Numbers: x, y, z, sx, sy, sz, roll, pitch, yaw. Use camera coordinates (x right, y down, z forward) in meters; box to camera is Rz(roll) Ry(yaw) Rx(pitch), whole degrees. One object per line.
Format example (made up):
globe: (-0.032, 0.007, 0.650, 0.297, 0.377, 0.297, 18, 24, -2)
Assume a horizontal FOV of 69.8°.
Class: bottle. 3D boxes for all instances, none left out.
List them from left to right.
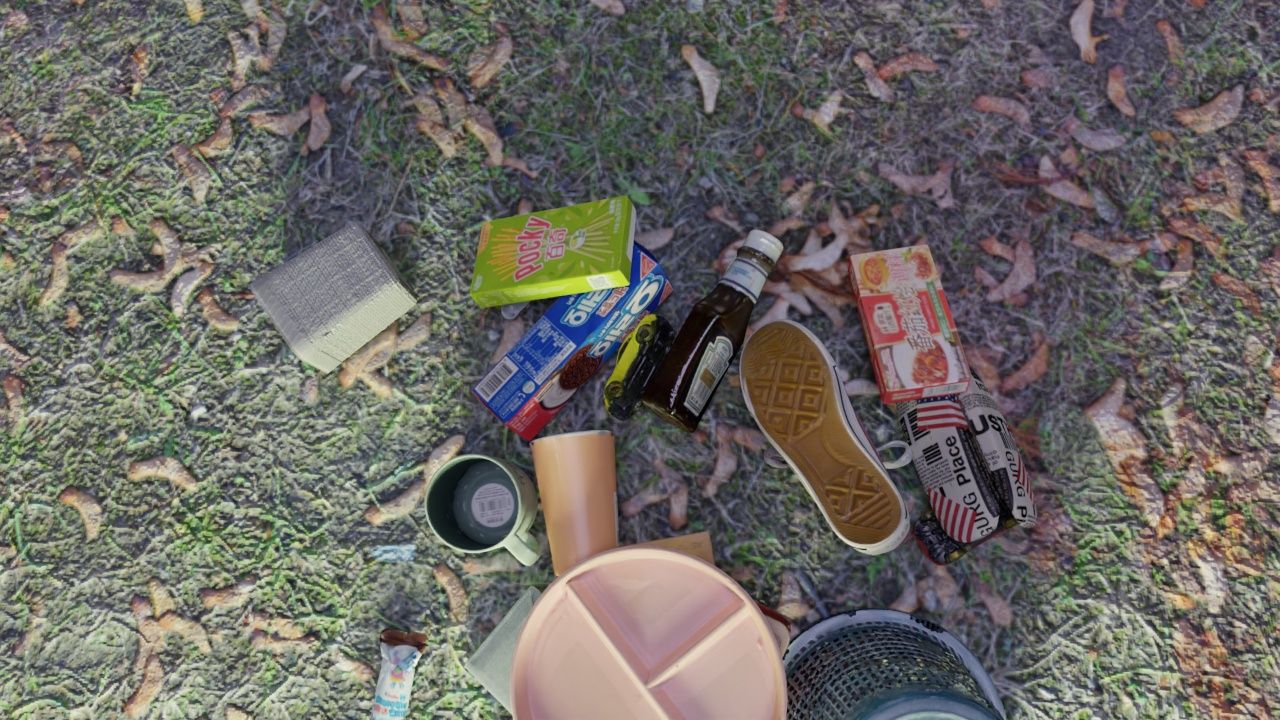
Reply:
bottle: (0.071, -0.031, 0.847, 0.044, 0.080, 0.194, 26, 82, 29)

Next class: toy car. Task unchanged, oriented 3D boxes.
toy car: (-0.005, 0.005, 0.864, 0.032, 0.048, 0.105, 22, 82, 34)
toy car: (0.300, 0.144, 0.831, 0.106, 0.031, 0.049, -30, 68, -5)

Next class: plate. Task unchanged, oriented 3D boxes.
plate: (0.005, 0.268, 0.756, 0.230, 0.028, 0.229, -1, 82, 10)

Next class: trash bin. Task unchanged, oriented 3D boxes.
trash bin: (0.208, 0.324, 0.729, 0.226, 0.195, 0.226, 0, 82, 3)

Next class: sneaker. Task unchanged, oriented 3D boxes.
sneaker: (0.167, 0.071, 0.824, 0.118, 0.088, 0.241, -32, 57, 9)

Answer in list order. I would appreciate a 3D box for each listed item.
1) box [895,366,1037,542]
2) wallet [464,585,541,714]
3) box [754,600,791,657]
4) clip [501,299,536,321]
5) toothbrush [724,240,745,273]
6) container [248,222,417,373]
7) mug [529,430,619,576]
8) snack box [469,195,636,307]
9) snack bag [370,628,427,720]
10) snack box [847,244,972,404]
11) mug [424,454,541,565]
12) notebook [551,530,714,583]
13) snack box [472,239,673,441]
box: (0.287, 0.081, 0.824, 0.087, 0.075, 0.162, -26, 64, 27)
wallet: (-0.081, 0.280, 0.821, 0.130, 0.037, 0.106, 40, 96, 15)
box: (0.061, 0.286, 0.799, 0.091, 0.078, 0.168, 24, 86, 12)
clip: (-0.112, -0.061, 0.894, 0.025, 0.036, 0.057, 42, 82, 6)
toothbrush: (0.063, -0.041, 0.879, 0.016, 0.018, 0.191, 30, 85, 13)
container: (-0.284, -0.061, 0.868, 0.114, 0.090, 0.090, -36, 82, -5)
mug: (-0.054, 0.129, 0.829, 0.078, 0.078, 0.122, -9, 80, 2)
snack box: (-0.082, -0.100, 0.856, 0.157, 0.026, 0.085, -6, 61, 22)
snack bag: (-0.226, 0.300, 0.842, 0.045, 0.026, 0.105, 8, 80, 7)
snack box: (0.242, -0.035, 0.836, 0.075, 0.025, 0.152, -8, 58, 3)
mug: (-0.129, 0.137, 0.819, 0.082, 0.106, 0.112, -44, 82, -5)
notebook: (0.009, 0.273, 0.841, 0.149, 0.012, 0.211, -10, 81, 0)
snack box: (-0.061, -0.022, 0.857, 0.207, 0.058, 0.057, -47, 61, -4)
